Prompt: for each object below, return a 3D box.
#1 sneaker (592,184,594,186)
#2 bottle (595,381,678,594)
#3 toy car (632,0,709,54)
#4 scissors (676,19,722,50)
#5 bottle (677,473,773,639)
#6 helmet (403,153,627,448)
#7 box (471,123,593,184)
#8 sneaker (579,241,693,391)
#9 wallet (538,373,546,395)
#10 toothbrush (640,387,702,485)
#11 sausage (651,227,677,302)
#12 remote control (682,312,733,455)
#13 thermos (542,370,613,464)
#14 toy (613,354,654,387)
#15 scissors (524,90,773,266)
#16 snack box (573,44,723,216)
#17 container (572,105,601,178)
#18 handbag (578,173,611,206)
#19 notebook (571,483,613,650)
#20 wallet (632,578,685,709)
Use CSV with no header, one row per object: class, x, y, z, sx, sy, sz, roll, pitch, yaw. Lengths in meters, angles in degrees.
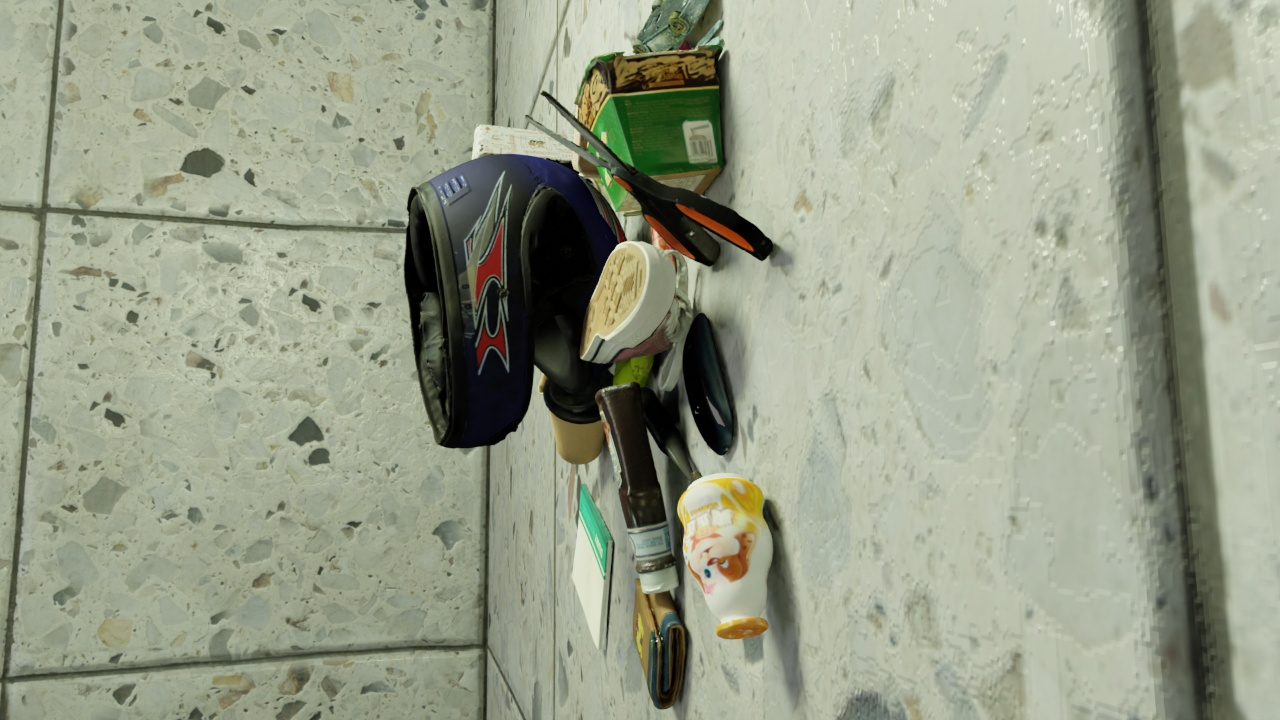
sneaker,-0.102,-0.128,1.289,0.090,0.089,0.243,-108,30,-43
bottle,-0.002,0.120,0.866,0.080,0.044,0.195,133,125,-81
toy car,0.031,-0.310,0.837,0.121,0.036,0.054,-4,59,66
scissors,0.047,-0.267,0.834,0.137,0.017,0.073,-159,81,-72
bottle,0.062,0.135,0.637,0.063,0.063,0.108,112,155,-55
helmet,-0.124,-0.069,1.016,0.248,0.240,0.315,153,110,-67
box,-0.169,-0.219,1.369,0.110,0.178,0.260,-101,21,-44
sneaker,0.006,-0.040,0.827,0.241,0.088,0.118,138,139,-72
wallet,-0.093,0.015,1.210,0.115,0.024,0.087,31,-106,-61
toothbrush,0.027,0.074,0.857,0.212,0.026,0.027,-125,31,-66
sausage,0.022,-0.115,0.910,0.020,0.020,0.155,114,154,-57
remote control,0.052,0.017,0.766,0.053,0.024,0.136,108,158,-47
thermos,-0.075,0.069,1.159,0.143,0.093,0.093,95,169,-51
toy,-0.006,0.006,0.986,0.100,0.031,0.096,132,141,-64
scissors,0.009,-0.130,0.699,0.021,0.235,0.221,-56,-29,-4
snack box,0.015,-0.194,0.792,0.118,0.118,0.105,138,120,-72
container,-0.028,-0.240,0.987,0.111,0.090,0.090,-131,45,-75
handbag,-0.083,-0.148,1.164,0.179,0.063,0.163,-45,71,35
notebook,-0.066,0.272,1.243,0.209,0.012,0.150,-136,50,-72
wallet,0.015,0.261,0.880,0.115,0.033,0.090,-119,32,-70
